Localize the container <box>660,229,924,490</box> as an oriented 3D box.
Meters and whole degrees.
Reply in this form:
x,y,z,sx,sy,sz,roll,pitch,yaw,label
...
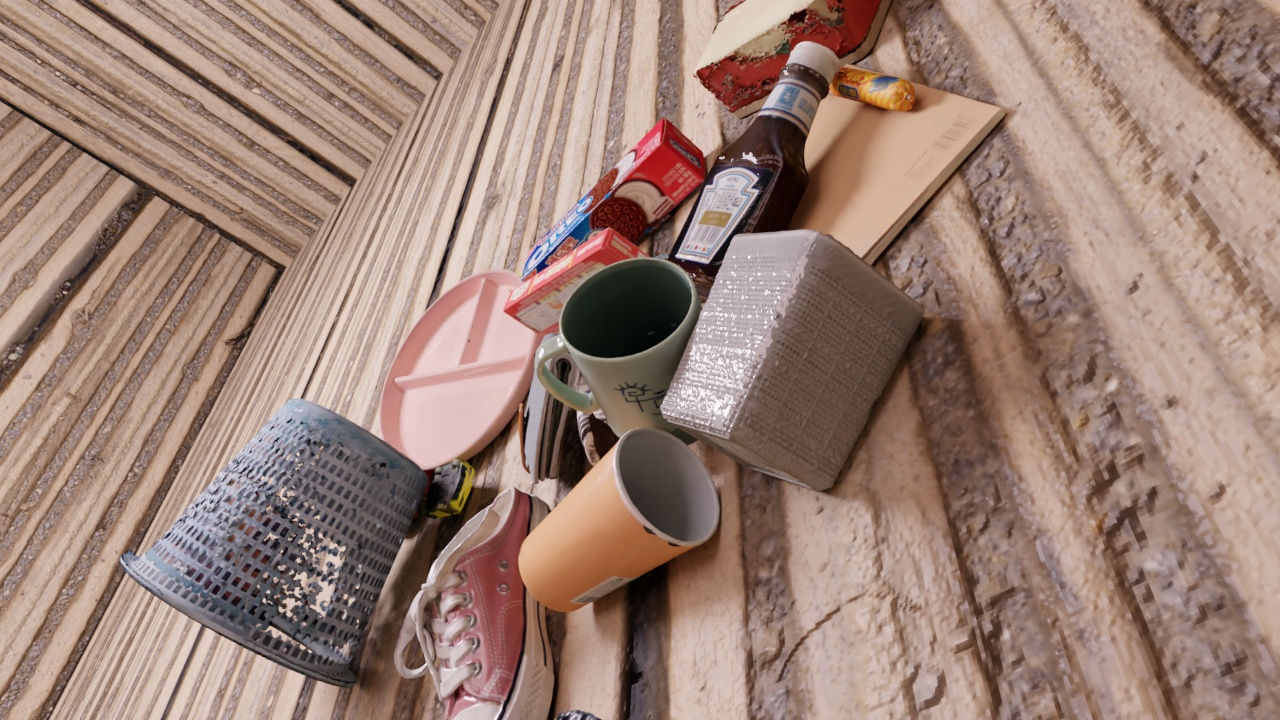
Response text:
x,y,z,sx,sy,sz,roll,pitch,yaw,label
0.078,0.001,0.505,0.090,0.090,0.114,11,72,62,container

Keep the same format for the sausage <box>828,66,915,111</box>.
x,y,z,sx,sy,sz,roll,pitch,yaw,label
0.154,-0.200,0.663,0.021,0.021,0.165,-52,27,8,sausage

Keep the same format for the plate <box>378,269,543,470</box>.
x,y,z,sx,sy,sz,roll,pitch,yaw,label
-0.185,0.010,0.949,0.230,0.028,0.229,-23,50,30,plate

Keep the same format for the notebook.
x,y,z,sx,sy,sz,roll,pitch,yaw,label
0.141,-0.135,0.642,0.149,0.012,0.211,-49,27,10,notebook

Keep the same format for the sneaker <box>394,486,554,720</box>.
x,y,z,sx,sy,sz,roll,pitch,yaw,label
-0.113,0.175,0.624,0.118,0.088,0.240,-40,29,28,sneaker

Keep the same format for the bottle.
x,y,z,sx,sy,sz,roll,pitch,yaw,label
0.085,-0.134,0.653,0.080,0.044,0.194,20,82,51,bottle

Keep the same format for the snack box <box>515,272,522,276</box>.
x,y,z,sx,sy,sz,roll,pitch,yaw,label
-0.161,-0.023,1.006,0.156,0.026,0.086,-58,26,-5,snack box

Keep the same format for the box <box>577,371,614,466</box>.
x,y,z,sx,sy,sz,roll,pitch,yaw,label
-0.003,0.003,0.695,0.087,0.076,0.161,-7,43,18,box

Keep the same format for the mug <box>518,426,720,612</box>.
x,y,z,sx,sy,sz,roll,pitch,yaw,label
-0.019,0.106,0.569,0.123,0.078,0.078,-43,28,35,mug

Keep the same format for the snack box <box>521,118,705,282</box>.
x,y,z,sx,sy,sz,roll,pitch,yaw,label
-0.029,-0.134,0.876,0.208,0.058,0.057,-39,27,30,snack box

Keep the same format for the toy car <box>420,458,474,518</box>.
x,y,z,sx,sy,sz,roll,pitch,yaw,label
-0.174,0.122,0.844,0.105,0.032,0.048,-28,42,61,toy car

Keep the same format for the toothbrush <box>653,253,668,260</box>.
x,y,z,sx,sy,sz,roll,pitch,yaw,label
-0.031,-0.060,0.836,0.192,0.018,0.016,-23,39,48,toothbrush

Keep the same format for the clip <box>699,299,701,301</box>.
x,y,z,sx,sy,sz,roll,pitch,yaw,label
0.057,-0.062,0.694,0.058,0.036,0.025,-26,40,38,clip

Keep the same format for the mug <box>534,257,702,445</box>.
x,y,z,sx,sy,sz,roll,pitch,yaw,label
-0.007,0.004,0.579,0.112,0.106,0.082,-14,49,8,mug

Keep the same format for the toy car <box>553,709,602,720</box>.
x,y,z,sx,sy,sz,roll,pitch,yaw,label
-0.045,0.243,0.495,0.049,0.031,0.105,-14,46,55,toy car

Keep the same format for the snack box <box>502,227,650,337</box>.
x,y,z,sx,sy,sz,roll,pitch,yaw,label
-0.048,-0.058,0.798,0.153,0.075,0.025,-25,39,46,snack box

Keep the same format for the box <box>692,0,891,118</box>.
x,y,z,sx,sy,sz,roll,pitch,yaw,label
0.118,-0.281,0.773,0.169,0.078,0.091,-11,49,56,box

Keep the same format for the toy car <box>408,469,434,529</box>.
x,y,z,sx,sy,sz,roll,pitch,yaw,label
-0.237,0.131,0.953,0.049,0.031,0.106,-36,34,36,toy car

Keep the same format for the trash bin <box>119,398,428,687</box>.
x,y,z,sx,sy,sz,roll,pitch,yaw,label
-0.303,0.151,0.828,0.227,0.226,0.194,-1,55,59,trash bin

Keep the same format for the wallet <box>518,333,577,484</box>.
x,y,z,sx,sy,sz,roll,pitch,yaw,label
-0.078,0.036,0.730,0.129,0.037,0.106,-137,59,-78,wallet
